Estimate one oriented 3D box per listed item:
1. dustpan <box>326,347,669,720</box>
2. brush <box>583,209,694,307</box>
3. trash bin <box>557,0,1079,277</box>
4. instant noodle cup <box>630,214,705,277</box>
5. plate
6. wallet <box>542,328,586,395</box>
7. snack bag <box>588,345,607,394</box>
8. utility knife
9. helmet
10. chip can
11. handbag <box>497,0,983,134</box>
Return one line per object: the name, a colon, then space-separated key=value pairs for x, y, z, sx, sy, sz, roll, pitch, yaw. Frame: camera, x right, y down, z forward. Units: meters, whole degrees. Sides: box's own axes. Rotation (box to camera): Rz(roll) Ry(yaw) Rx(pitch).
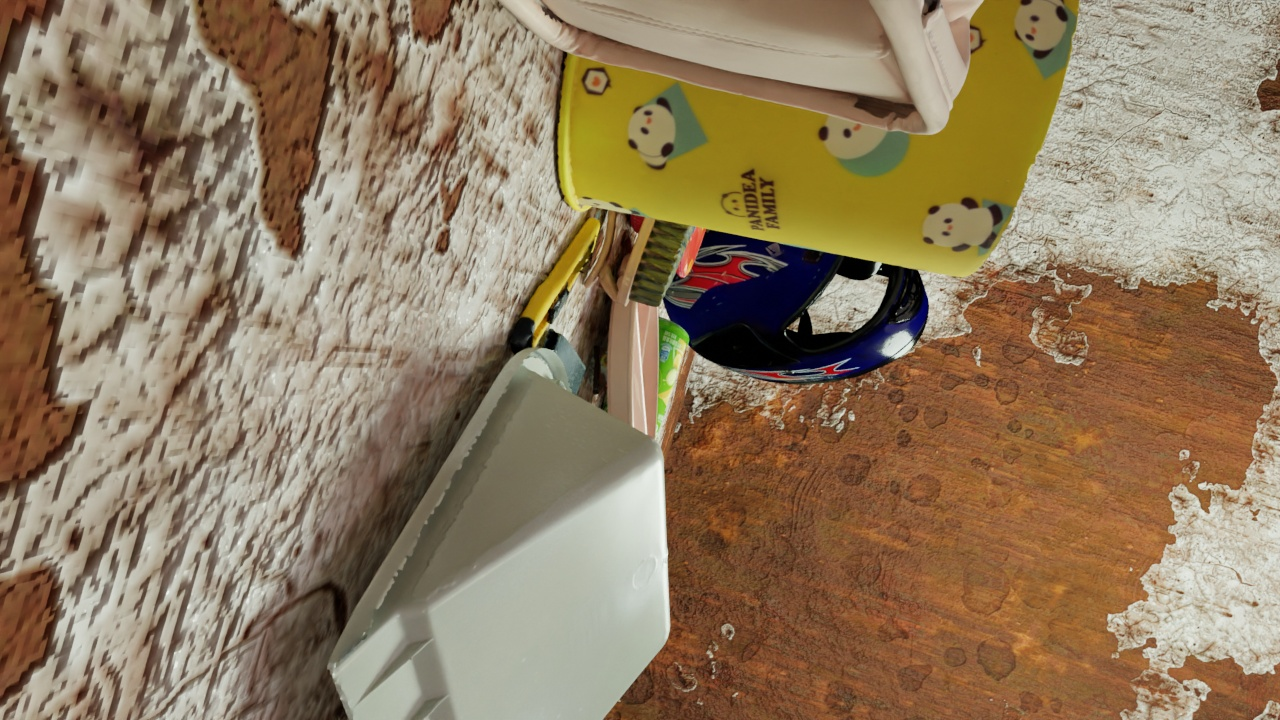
dustpan: x=-0.080 y=0.119 z=0.516 sx=0.257 sy=0.143 sz=0.223 roll=-35 pitch=136 yaw=-37
brush: x=0.008 y=-0.112 z=0.723 sx=0.063 sy=0.073 sz=0.145 roll=75 pitch=37 yaw=-88
trash bin: x=0.105 y=-0.174 z=0.573 sx=0.229 sy=0.255 sz=0.229 roll=18 pitch=88 yaw=-83
instant noodle cup: x=0.039 y=-0.178 z=0.854 sx=0.194 sy=0.066 sz=0.194 roll=20 pitch=88 yaw=-84
plate: x=-0.005 y=0.005 z=0.882 sx=0.229 sy=0.028 sz=0.229 roll=3 pitch=88 yaw=-84
wallet: x=-0.070 y=0.036 z=0.679 sx=0.121 sy=0.019 sz=0.097 roll=72 pitch=36 yaw=-76
snack bag: x=-0.033 y=0.008 z=0.885 sx=0.104 sy=0.026 sz=0.048 roll=6 pitch=88 yaw=-84
utility knife: x=-0.050 y=-0.056 z=0.611 sx=0.171 sy=0.015 sz=0.033 roll=-66 pitch=173 yaw=-49
helmet: x=0.172 y=-0.108 z=1.136 sx=0.240 sy=0.316 sz=0.246 roll=46 pitch=54 yaw=-43
chip can: x=-0.008 y=0.057 z=1.028 sx=0.073 sy=0.072 sz=0.221 roll=84 pitch=23 yaw=-74
handbag: x=0.024 y=-0.146 z=0.319 sx=0.233 sy=0.193 sz=0.093 roll=-28 pitch=133 yaw=-67
